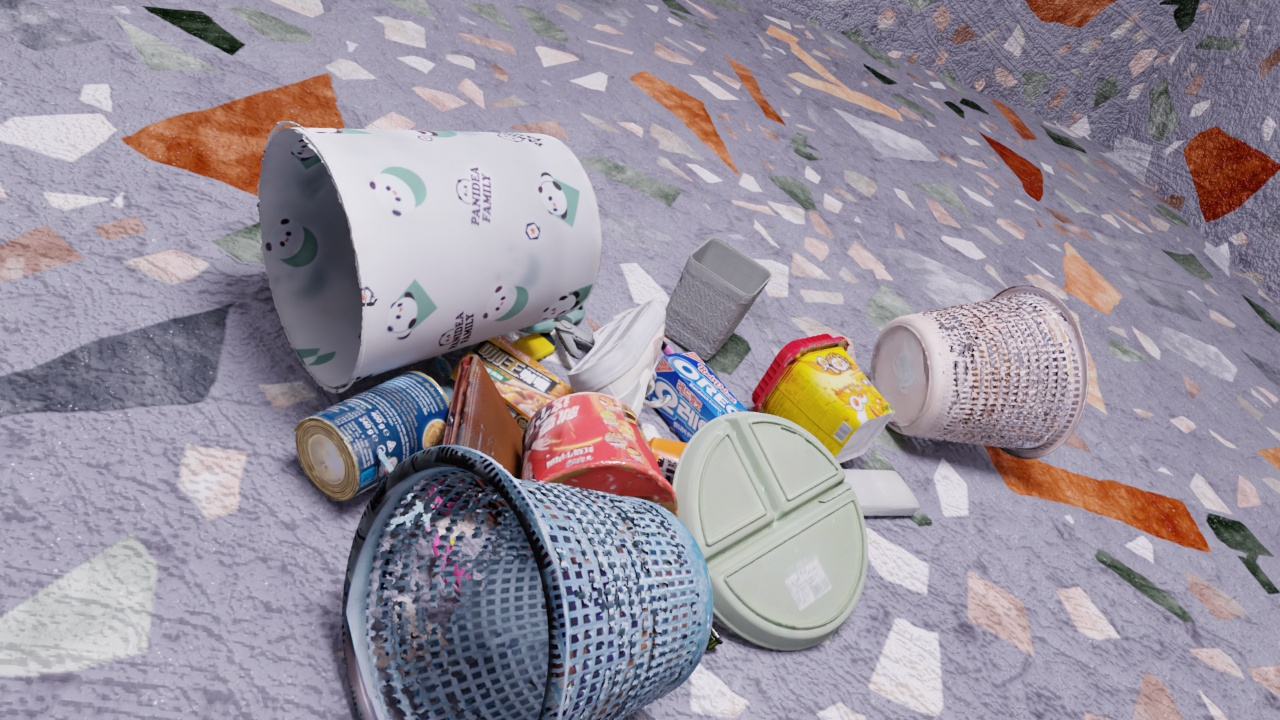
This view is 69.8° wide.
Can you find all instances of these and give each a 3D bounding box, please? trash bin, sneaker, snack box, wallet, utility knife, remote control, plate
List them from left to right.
[{"bbox_3d":[-0.188,-0.110,0.850,0.251,0.230,0.229,-15,53,-36],"label":"trash bin"},{"bbox_3d":[-0.135,0.069,0.805,0.032,0.101,0.124,-18,38,11],"label":"wallet"},{"bbox_3d":[-0.156,0.012,0.931,0.033,0.015,0.229,38,33,14],"label":"utility knife"},{"bbox_3d":[-0.106,0.038,0.906,0.154,0.026,0.075,38,34,-1],"label":"snack box"},{"bbox_3d":[-0.063,0.175,0.639,0.194,0.227,0.226,8,38,-48],"label":"trash bin"},{"bbox_3d":[-0.006,0.006,0.957,0.091,0.090,0.241,59,18,-12],"label":"sneaker"},{"bbox_3d":[0.087,0.079,0.979,0.057,0.058,0.207,-9,49,-45],"label":"snack box"},{"bbox_3d":[0.129,0.152,0.862,0.230,0.028,0.229,15,60,-27],"label":"plate"},{"bbox_3d":[0.244,0.149,1.028,0.149,0.021,0.058,5,39,-30],"label":"remote control"},{"bbox_3d":[0.413,0.017,1.171,0.192,0.228,0.227,-1,43,-18],"label":"trash bin"}]

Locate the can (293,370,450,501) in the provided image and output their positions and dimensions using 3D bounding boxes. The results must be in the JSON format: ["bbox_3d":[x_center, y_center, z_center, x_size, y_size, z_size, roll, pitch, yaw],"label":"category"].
[{"bbox_3d":[-0.222,0.062,0.769,0.075,0.075,0.110,39,36,15],"label":"can"}]

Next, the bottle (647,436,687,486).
[{"bbox_3d":[0.033,0.107,0.905,0.149,0.067,0.066,19,35,0],"label":"bottle"}]

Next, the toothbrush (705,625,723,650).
[{"bbox_3d":[0.011,0.171,0.836,0.027,0.026,0.212,-29,59,-13],"label":"toothbrush"}]

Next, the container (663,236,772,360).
[{"bbox_3d":[0.086,-0.073,1.121,0.090,0.115,0.090,35,35,9],"label":"container"}]

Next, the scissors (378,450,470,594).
[{"bbox_3d":[-0.170,0.125,0.737,0.133,0.017,0.136,58,14,-8],"label":"scissors"}]

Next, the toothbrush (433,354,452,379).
[{"bbox_3d":[-0.242,-0.060,0.956,0.221,0.027,0.026,54,9,32],"label":"toothbrush"}]

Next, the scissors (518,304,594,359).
[{"bbox_3d":[-0.118,-0.066,1.037,0.174,0.019,0.169,21,27,-24],"label":"scissors"}]

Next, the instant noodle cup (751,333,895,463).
[{"bbox_3d":[0.212,0.048,1.050,0.116,0.116,0.123,-11,50,-43],"label":"instant noodle cup"}]

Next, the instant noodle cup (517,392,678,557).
[{"bbox_3d":[-0.046,0.101,0.790,0.137,0.138,0.108,13,34,-22],"label":"instant noodle cup"}]

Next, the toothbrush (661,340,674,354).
[{"bbox_3d":[0.074,0.041,1.057,0.017,0.014,0.189,5,39,-46],"label":"toothbrush"}]
